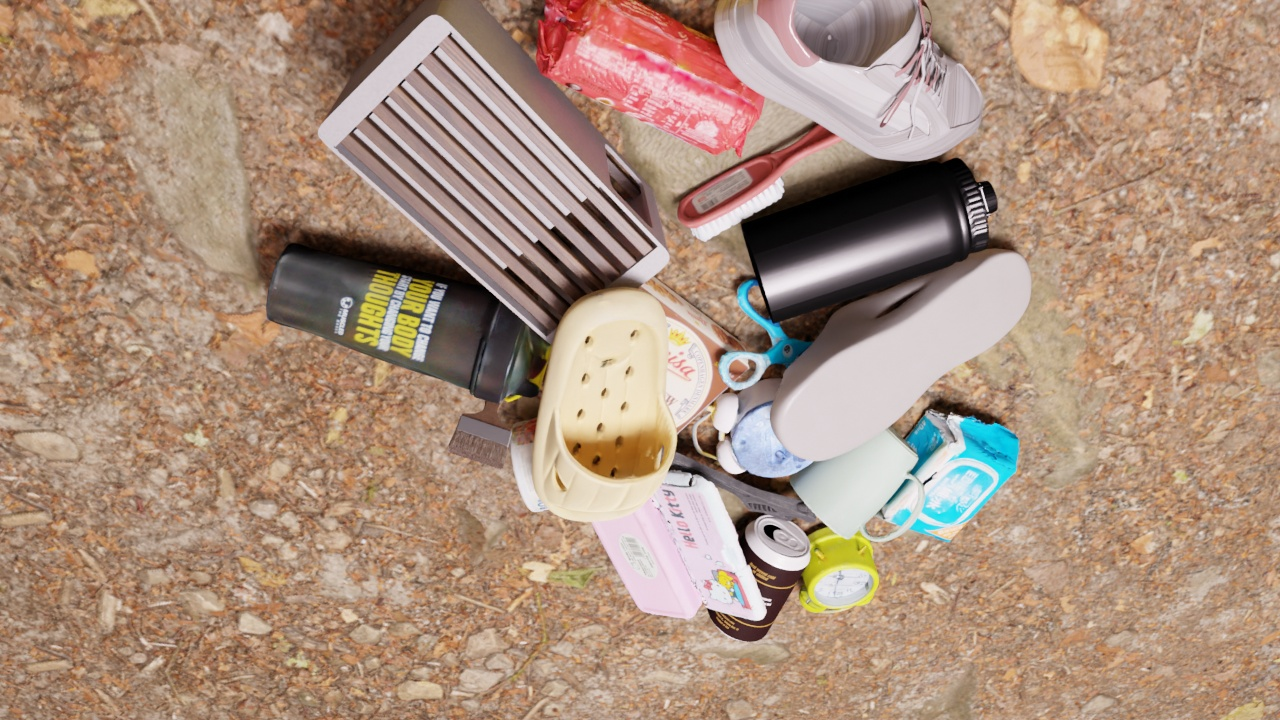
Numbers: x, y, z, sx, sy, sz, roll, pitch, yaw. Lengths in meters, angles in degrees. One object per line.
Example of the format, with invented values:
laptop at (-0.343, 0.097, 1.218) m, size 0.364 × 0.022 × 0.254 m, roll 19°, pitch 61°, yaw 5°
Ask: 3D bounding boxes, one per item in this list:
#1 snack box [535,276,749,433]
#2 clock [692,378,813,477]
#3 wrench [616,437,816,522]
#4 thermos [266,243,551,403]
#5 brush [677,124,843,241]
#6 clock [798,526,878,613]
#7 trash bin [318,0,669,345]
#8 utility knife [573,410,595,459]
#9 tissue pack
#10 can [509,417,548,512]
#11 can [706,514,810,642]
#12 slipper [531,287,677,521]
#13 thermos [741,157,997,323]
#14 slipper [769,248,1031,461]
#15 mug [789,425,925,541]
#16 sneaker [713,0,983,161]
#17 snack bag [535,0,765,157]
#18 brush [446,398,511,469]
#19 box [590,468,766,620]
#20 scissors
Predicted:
snack box at (-0.005, 0.005, 0.817) m, size 0.143 × 0.041 × 0.147 m, roll 35°, pitch 114°, yaw -24°
clock at (0.111, 0.065, 0.862) m, size 0.125 × 0.051 × 0.089 m, roll -9°, pitch 124°, yaw 1°
wrench at (0.070, 0.110, 0.864) m, size 0.273 × 0.018 × 0.073 m, roll 28°, pitch 157°, yaw -34°
thermos at (-0.180, -0.031, 0.742) m, size 0.221 × 0.098 × 0.098 m, roll 15°, pitch 121°, yaw -6°
brush at (0.109, -0.150, 0.733) m, size 0.172 × 0.041 × 0.030 m, roll -29°, pitch 138°, yaw 11°
clock at (0.210, 0.229, 0.977) m, size 0.083 × 0.057 × 0.119 m, roll -8°, pitch 130°, yaw -1°
trash bin at (-0.097, -0.140, 0.669) m, size 0.115 × 0.114 × 0.229 m, roll -37°, pitch 119°, yaw 18°
utility knife at (-0.050, 0.057, 0.814) m, size 0.030 × 0.017 × 0.159 m, roll 1°, pitch 127°, yaw 8°
tissue pack at (0.298, 0.114, 0.906) m, size 0.093 × 0.061 × 0.145 m, roll 21°, pitch 119°, yaw -17°
can at (-0.087, 0.093, 0.841) m, size 0.043 × 0.086 × 0.086 m, roll -13°, pitch 123°, yaw 5°
can at (0.123, 0.229, 0.959) m, size 0.072 × 0.071 × 0.129 m, roll 14°, pitch 121°, yaw -14°
slipper at (-0.025, 0.061, 0.714) m, size 0.111 × 0.079 × 0.262 m, roll -6°, pitch 134°, yaw -13°
thermos at (0.189, -0.101, 0.740) m, size 0.199 × 0.086 × 0.086 m, roll -18°, pitch 123°, yaw 6°
slipper at (0.218, -0.018, 0.813) m, size 0.266 × 0.080 × 0.113 m, roll -36°, pitch 129°, yaw -2°
mug at (0.217, 0.117, 0.874) m, size 0.104 × 0.111 × 0.084 m, roll -46°, pitch 149°, yaw 12°
sneaker at (0.170, -0.208, 0.635) m, size 0.236 × 0.090 × 0.099 m, roll 12°, pitch 85°, yaw -27°
snack bag at (0.010, -0.207, 0.655) m, size 0.176 × 0.082 × 0.082 m, roll 19°, pitch 119°, yaw -18°
brush at (-0.124, 0.041, 0.769) m, size 0.045 × 0.142 × 0.008 m, roll 20°, pitch 118°, yaw -8°
box at (0.032, 0.183, 0.899) m, size 0.153 × 0.037 × 0.201 m, roll 1°, pitch 129°, yaw 34°
scissors at (0.125, -0.021, 0.814) m, size 0.139 × 0.013 × 0.117 m, roll -1°, pitch 90°, yaw -30°
